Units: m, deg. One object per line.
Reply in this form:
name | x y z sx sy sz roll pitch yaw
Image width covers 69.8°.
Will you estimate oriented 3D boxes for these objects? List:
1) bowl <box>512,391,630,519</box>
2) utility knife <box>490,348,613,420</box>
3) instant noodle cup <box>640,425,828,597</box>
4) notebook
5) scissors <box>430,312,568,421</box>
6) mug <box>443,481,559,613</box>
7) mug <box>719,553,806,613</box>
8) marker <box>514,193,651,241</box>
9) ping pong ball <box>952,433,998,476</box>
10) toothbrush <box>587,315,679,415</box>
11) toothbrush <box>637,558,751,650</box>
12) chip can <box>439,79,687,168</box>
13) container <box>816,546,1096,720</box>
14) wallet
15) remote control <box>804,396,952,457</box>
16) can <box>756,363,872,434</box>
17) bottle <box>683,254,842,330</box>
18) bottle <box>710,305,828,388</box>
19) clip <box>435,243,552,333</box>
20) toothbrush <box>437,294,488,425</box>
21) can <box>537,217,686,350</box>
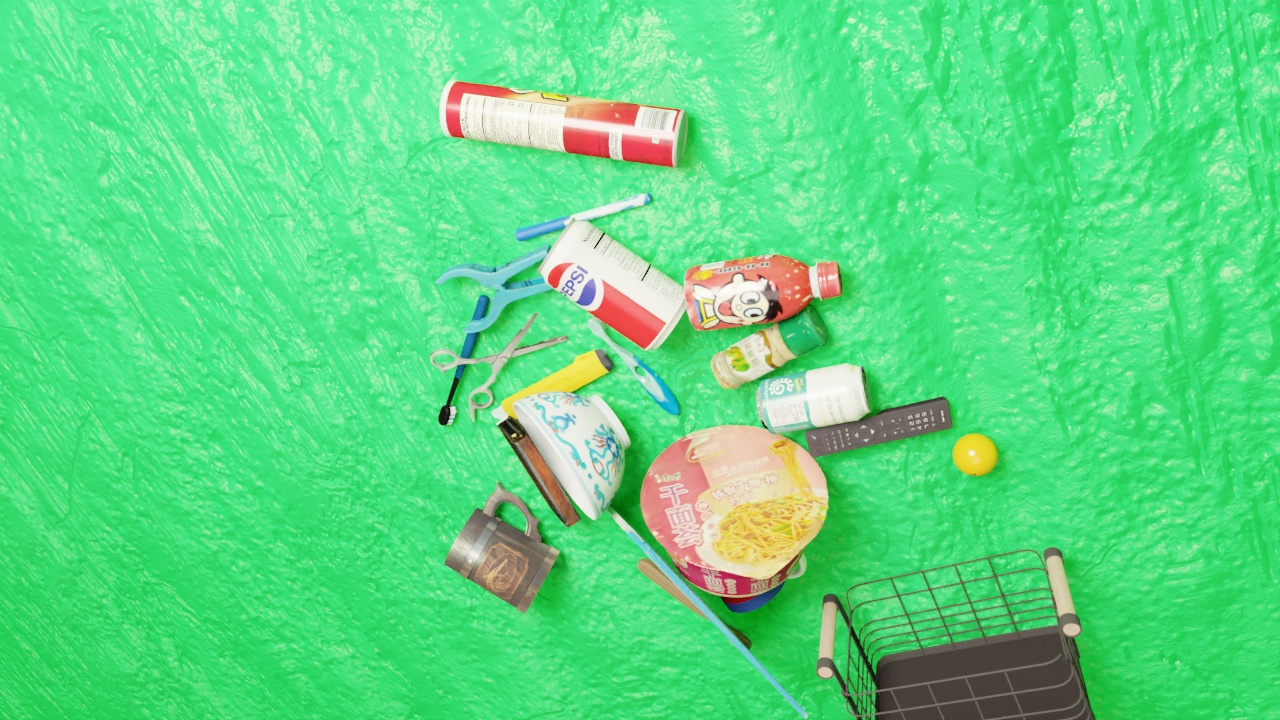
bowl | -0.058 0.082 0.936 0.074 0.144 0.144 -35 107 -14
utility knife | -0.096 0.029 0.965 0.165 0.017 0.030 -28 101 25
instant noodle cup | 0.092 0.154 0.900 0.179 0.178 0.078 5 134 13
notebook | 0.059 0.250 0.948 0.009 0.181 0.253 -44 95 -8
scissors | -0.146 0.009 0.962 0.141 0.014 0.162 -2 135 -6
mug | -0.149 0.211 1.046 0.107 0.080 0.116 30 92 1
mug | 0.117 0.207 0.959 0.112 0.074 0.076 -23 109 37
marker | -0.055 -0.137 0.873 0.142 0.013 0.013 -13 112 20
ping pong ball | 0.317 0.089 0.869 0.040 0.040 0.040 6 118 12
toothbrush | -0.005 0.005 0.931 0.022 0.017 0.135 -36 105 27
toothbrush | 0.062 0.281 1.050 0.167 0.016 0.016 39 117 -6
chip can | -0.068 -0.211 0.816 0.215 0.051 0.052 10 118 10
container | 0.312 0.292 0.902 0.242 0.162 0.130 -19 110 23
wallet | -0.108 0.118 0.981 0.019 0.072 0.123 -34 115 -13
remote control | 0.227 0.064 0.881 0.136 0.015 0.032 -14 112 10
can | 0.165 0.037 0.875 0.102 0.054 0.055 -12 112 21
bottle | 0.113 -0.065 0.835 0.138 0.061 0.062 -7 114 19
bottle | 0.121 -0.011 0.872 0.111 0.043 0.043 -29 106 27
clip | -0.151 -0.088 0.905 0.130 0.031 0.121 -41 102 21
toothbrush | -0.188 0.002 0.976 0.014 0.014 0.168 42 122 31
can | -0.025 -0.071 0.860 0.132 0.070 0.070 34 120 -7
